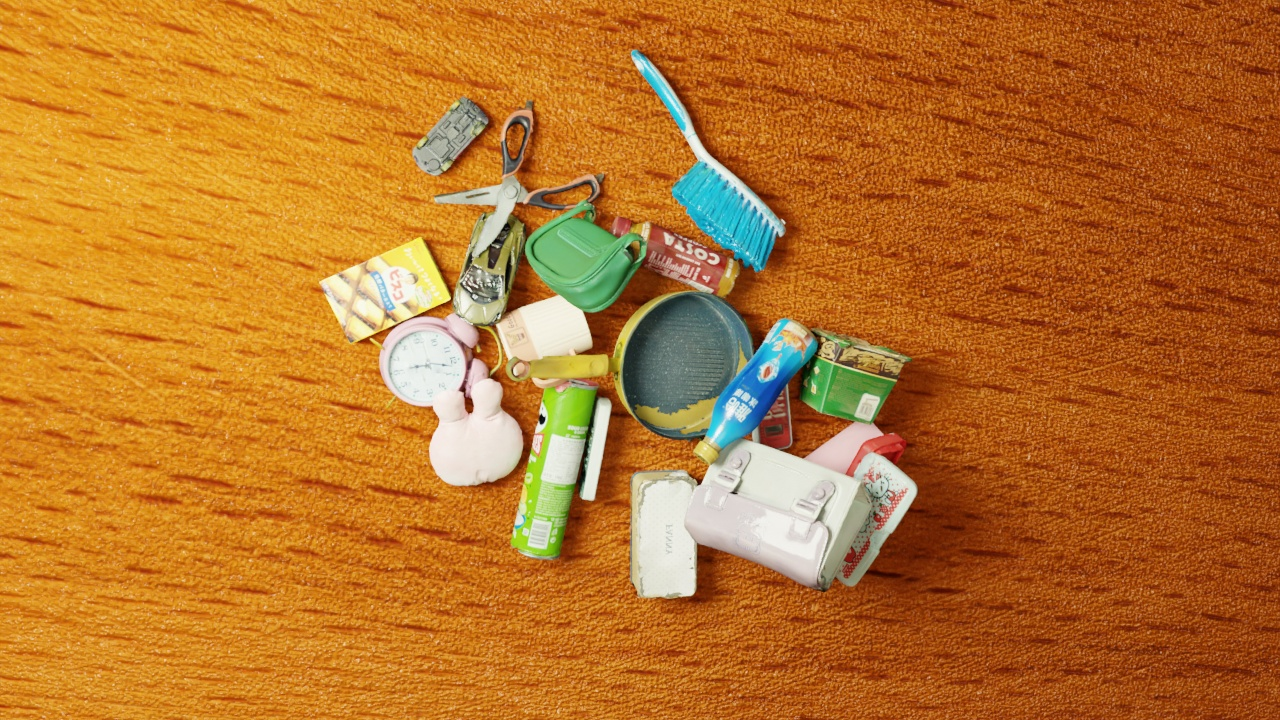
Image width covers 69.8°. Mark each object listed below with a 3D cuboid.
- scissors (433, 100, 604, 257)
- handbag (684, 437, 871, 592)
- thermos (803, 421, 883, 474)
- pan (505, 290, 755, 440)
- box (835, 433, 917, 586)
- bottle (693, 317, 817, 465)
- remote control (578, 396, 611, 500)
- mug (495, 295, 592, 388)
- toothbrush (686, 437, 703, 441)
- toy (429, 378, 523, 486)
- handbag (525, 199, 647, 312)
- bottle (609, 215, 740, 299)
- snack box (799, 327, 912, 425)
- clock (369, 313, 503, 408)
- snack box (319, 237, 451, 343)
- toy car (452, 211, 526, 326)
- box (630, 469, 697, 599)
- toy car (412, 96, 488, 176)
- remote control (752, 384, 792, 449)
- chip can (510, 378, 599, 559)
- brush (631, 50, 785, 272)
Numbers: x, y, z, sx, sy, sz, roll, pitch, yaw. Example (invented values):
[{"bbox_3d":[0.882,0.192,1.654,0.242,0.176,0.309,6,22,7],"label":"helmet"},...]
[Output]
[{"bbox_3d":[-0.149,-0.219,1.156,0.189,0.015,0.222,24,76,-18],"label":"scissors"},{"bbox_3d":[0.171,0.193,1.172,0.144,0.197,0.098,-62,145,-16],"label":"handbag"},{"bbox_3d":[0.252,0.167,1.273,0.198,0.067,0.087,-36,126,-9],"label":"thermos"},{"bbox_3d":[-0.007,0.007,1.160,0.356,0.078,0.198,1,99,-25],"label":"pan"},{"bbox_3d":[0.307,0.204,1.224,0.095,0.101,0.202,-8,133,-35],"label":"box"},{"bbox_3d":[0.146,0.044,1.196,0.065,0.065,0.218,41,77,-12],"label":"bottle"},{"bbox_3d":[-0.062,0.115,1.219,0.019,0.056,0.135,9,96,-11],"label":"remote control"},{"bbox_3d":[-0.118,-0.022,1.168,0.106,0.082,0.114,-21,64,-9],"label":"mug"},{"bbox_3d":[0.126,0.150,1.279,0.186,0.012,0.017,39,90,-13],"label":"toothbrush"},{"bbox_3d":[-0.211,0.093,1.171,0.121,0.054,0.160,-13,126,-19],"label":"toy"},{"bbox_3d":[-0.070,-0.132,1.136,0.120,0.131,0.068,-48,140,-9],"label":"handbag"},{"bbox_3d":[0.042,-0.138,1.203,0.175,0.057,0.057,22,93,-12],"label":"bottle"},{"bbox_3d":[0.279,0.024,1.239,0.118,0.117,0.106,13,99,-13],"label":"snack box"},{"bbox_3d":[-0.254,0.000,1.168,0.158,0.060,0.117,-13,100,-10],"label":"clock"},{"bbox_3d":[-0.321,-0.089,1.159,0.140,0.034,0.087,-25,101,-8],"label":"snack box"},{"bbox_3d":[-0.188,-0.116,1.151,0.070,0.042,0.157,14,67,-8],"label":"toy car"},{"bbox_3d":[0.032,0.243,1.252,0.089,0.062,0.184,1,99,-10],"label":"box"},{"bbox_3d":[-0.239,-0.278,1.148,0.049,0.031,0.106,42,88,-12],"label":"toy car"},{"bbox_3d":[0.179,0.058,1.273,0.056,0.020,0.136,-7,99,-8],"label":"remote control"},{"bbox_3d":[-0.114,0.138,1.204,0.072,0.072,0.236,12,96,-11],"label":"chip can"},{"bbox_3d":[0.073,-0.258,1.200,0.314,0.060,0.109,42,83,-10],"label":"brush"}]
